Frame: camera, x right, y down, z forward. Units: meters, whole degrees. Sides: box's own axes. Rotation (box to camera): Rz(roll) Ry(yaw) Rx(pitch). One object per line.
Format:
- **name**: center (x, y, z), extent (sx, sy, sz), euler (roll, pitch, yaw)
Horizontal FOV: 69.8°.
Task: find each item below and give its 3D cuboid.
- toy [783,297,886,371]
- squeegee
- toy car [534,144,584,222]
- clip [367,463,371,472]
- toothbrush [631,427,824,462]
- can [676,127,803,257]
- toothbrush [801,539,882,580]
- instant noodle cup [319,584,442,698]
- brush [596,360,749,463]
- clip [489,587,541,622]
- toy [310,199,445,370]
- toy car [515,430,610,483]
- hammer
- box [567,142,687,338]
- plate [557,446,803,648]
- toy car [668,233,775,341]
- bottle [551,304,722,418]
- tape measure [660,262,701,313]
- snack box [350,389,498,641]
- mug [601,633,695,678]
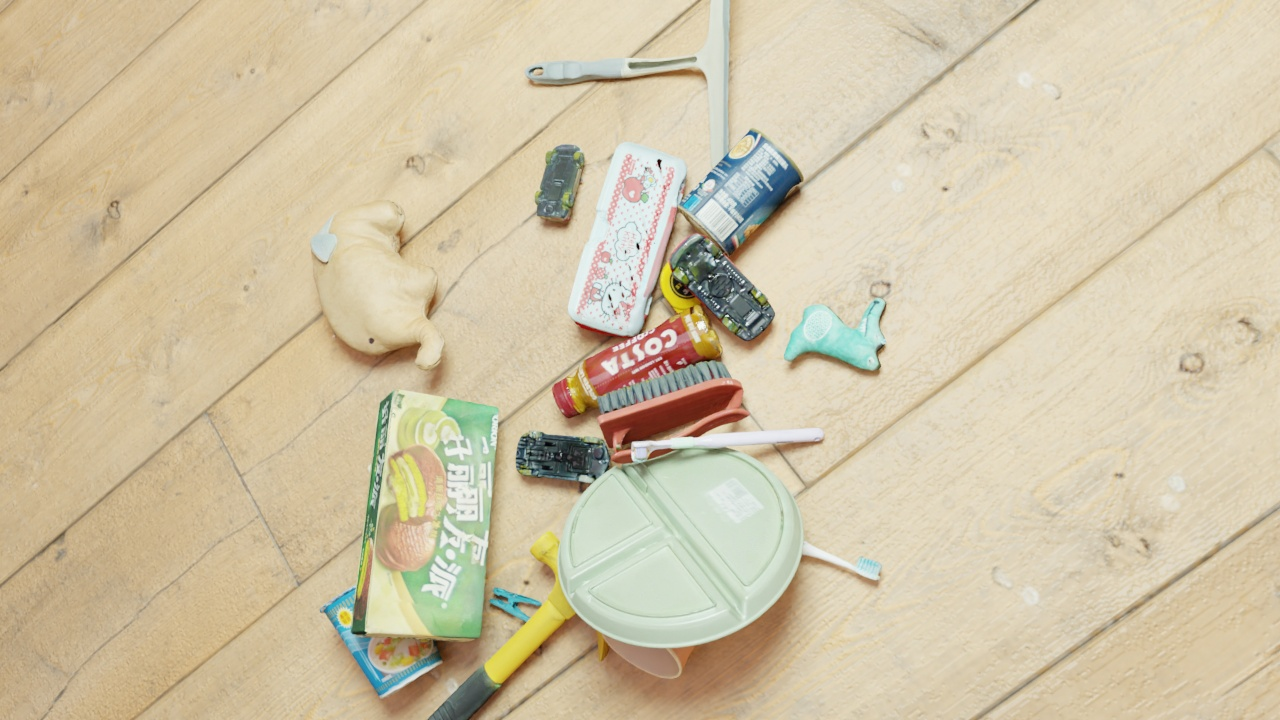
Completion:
- **toy**: center (0.198, -0.026, 0.895), extent (0.092, 0.030, 0.096), euler (25, 80, 15)
- **squeegee**: center (-0.013, -0.324, 1.014), extent (0.247, 0.039, 0.246), euler (2, 97, 23)
- **toy car**: center (-0.087, -0.195, 1.011), extent (0.042, 0.035, 0.090), euler (8, 76, 16)
- **clip**: center (-0.244, 0.098, 1.000), extent (0.098, 0.064, 0.034), euler (-45, 71, -4)
- **toothbrush**: center (0.085, 0.078, 0.874), extent (0.189, 0.029, 0.021), euler (-5, 51, -10)
- **can**: center (0.099, -0.168, 0.928), extent (0.111, 0.075, 0.075), euler (-46, 70, 4)
- **toothbrush**: center (0.120, 0.165, 0.880), extent (0.225, 0.026, 0.027), euler (19, 93, 19)
- **instant noodle cup**: center (-0.258, 0.280, 0.941), extent (0.099, 0.099, 0.110), euler (-33, 79, 8)
- **brush**: center (0.033, 0.052, 0.902), extent (0.146, 0.063, 0.069), euler (-19, 60, -1)
- **clip**: center (-0.129, 0.250, 0.945), extent (0.056, 0.014, 0.041), euler (19, 85, 17)
- **toy**: center (-0.290, -0.069, 1.023), extent (0.144, 0.082, 0.226), euler (-36, 74, 20)
- **toy car**: center (-0.079, 0.101, 0.950), extent (0.106, 0.031, 0.049), euler (4, 82, 20)
- **hammer**: center (-0.148, 0.316, 0.920), extent (0.301, 0.033, 0.129), euler (-45, 81, 7)
- **box**: center (-0.012, -0.126, 0.957), extent (0.091, 0.068, 0.201), euler (13, 82, 18)
- **plate**: center (0.032, 0.157, 0.836), extent (0.230, 0.027, 0.229), euler (-10, 39, 8)
- **toy car**: center (0.079, -0.072, 0.909), extent (0.053, 0.045, 0.120), euler (-44, 102, 4)
- **bottle**: center (-0.006, 0.005, 0.933), extent (0.175, 0.057, 0.057), euler (-26, 73, 10)
- **tape measure**: center (0.049, -0.081, 0.946), extent (0.060, 0.029, 0.057), euler (-38, 98, 5)
- **snack box**: center (-0.213, 0.155, 0.919), extent (0.063, 0.114, 0.239), euler (-27, 56, 55)
- **mug**: center (0.014, 0.225, 0.856), extent (0.115, 0.082, 0.105), euler (-5, 37, 44)
